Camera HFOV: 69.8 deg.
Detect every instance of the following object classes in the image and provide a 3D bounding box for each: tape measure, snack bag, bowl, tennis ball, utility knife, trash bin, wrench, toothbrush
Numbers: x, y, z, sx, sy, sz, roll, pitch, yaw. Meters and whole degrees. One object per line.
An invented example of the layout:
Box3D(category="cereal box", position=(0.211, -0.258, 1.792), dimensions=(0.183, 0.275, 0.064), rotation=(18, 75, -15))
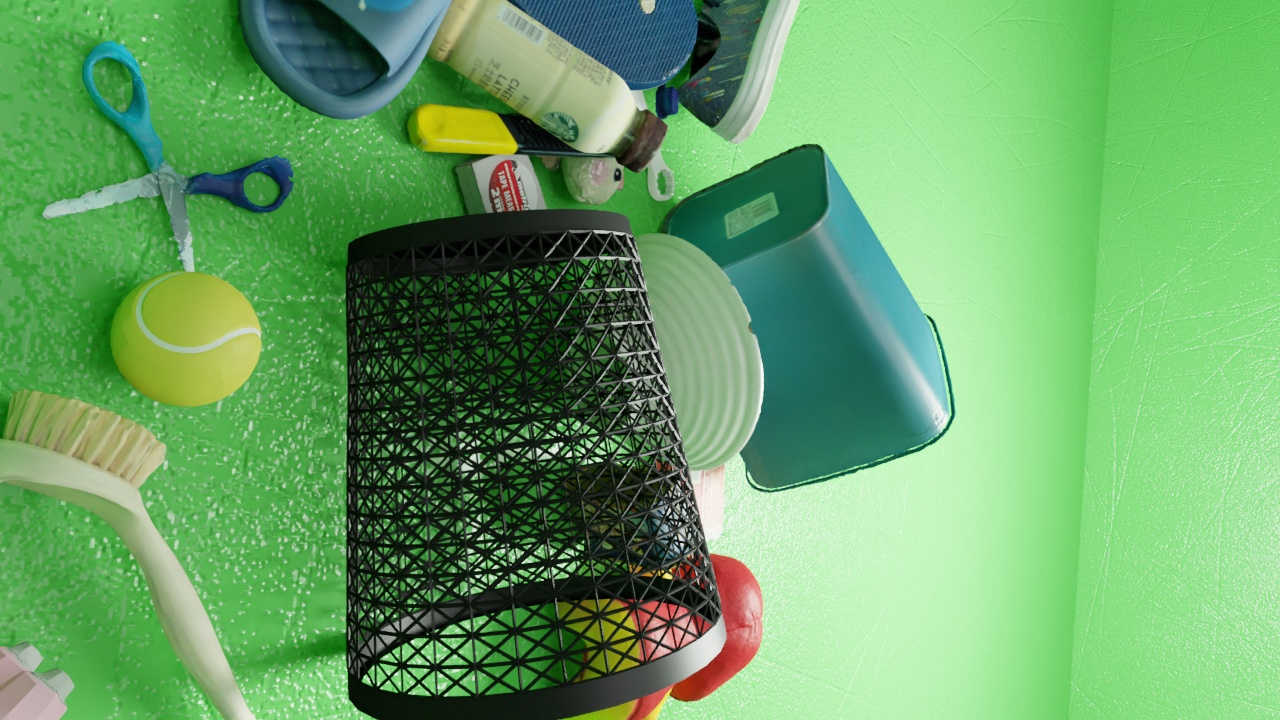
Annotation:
Box3D(category="tape measure", position=(-0.096, -0.113, 0.634), dimensions=(0.062, 0.020, 0.060), rotation=(-37, 120, -46))
Box3D(category="snack bag", position=(0.045, 0.104, 0.819), dimensions=(0.076, 0.036, 0.116), rotation=(2, 90, -54))
Box3D(category="bowl", position=(-0.004, 0.004, 0.646), dimensions=(0.070, 0.178, 0.177), rotation=(-19, 107, -39))
Box3D(category="tennis ball", position=(-0.218, -0.010, 0.442), dimensions=(0.065, 0.065, 0.065), rotation=(-4, 95, -53))
Box3D(category="utility knife", position=(-0.073, -0.152, 0.625), dimensions=(0.173, 0.020, 0.028), rotation=(-5, 85, -35))
Box3D(category="trash bin", position=(0.133, -0.041, 0.790), dimensions=(0.219, 0.197, 0.198), rotation=(55, 26, -29))
Box3D(category="trash bin", position=(-0.072, 0.049, 0.534), dimensions=(0.216, 0.217, 0.243), rotation=(-8, 91, -52))
Box3D(category="wrench", position=(-0.018, -0.257, 0.739), dimensions=(0.047, 0.009, 0.273), rotation=(-45, 126, -42))
Box3D(category="toothbrush", position=(0.022, -0.299, 0.775), dimensions=(0.016, 0.017, 0.190), rotation=(3, 86, -58))

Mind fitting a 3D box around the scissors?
Box3D(category="scissors", position=(-0.232, -0.094, 0.461), dimensions=(0.132, 0.014, 0.127), rotation=(-22, 110, -51))

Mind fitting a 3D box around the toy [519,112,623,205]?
Box3D(category="toy", position=(-0.040, -0.161, 0.688), dimensions=(0.112, 0.050, 0.087), rotation=(3, 89, -58))

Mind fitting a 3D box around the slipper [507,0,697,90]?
Box3D(category="slipper", position=(-0.081, -0.280, 0.619), dimensions=(0.294, 0.060, 0.118), rotation=(31, 72, -35))

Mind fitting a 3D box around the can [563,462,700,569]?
Box3D(category="can", position=(-0.007, 0.116, 0.699), dimensions=(0.053, 0.100, 0.059), rotation=(-39, 121, -41))

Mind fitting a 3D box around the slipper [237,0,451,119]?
Box3D(category="slipper", position=(-0.143, -0.235, 0.506), dimensions=(0.103, 0.059, 0.213), rotation=(31, 76, -21))

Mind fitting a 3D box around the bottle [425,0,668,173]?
Box3D(category="bottle", position=(-0.058, -0.181, 0.598), dimensions=(0.162, 0.057, 0.056), rotation=(30, 65, -20))

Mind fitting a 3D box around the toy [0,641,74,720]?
Box3D(category="toy", position=(-0.309, 0.143, 0.331), dimensions=(0.157, 0.067, 0.123), rotation=(-43, 126, -38))

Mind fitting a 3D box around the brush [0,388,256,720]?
Box3D(category="brush", position=(-0.229, 0.129, 0.452), dimensions=(0.077, 0.062, 0.272), rotation=(-42, 128, -38))

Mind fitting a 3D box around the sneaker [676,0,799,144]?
Box3D(category="sneaker", position=(0.088, -0.309, 0.827), dimensions=(0.079, 0.088, 0.235), rotation=(22, 66, -18))

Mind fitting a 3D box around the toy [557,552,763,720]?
Box3D(category="toy", position=(0.023, 0.225, 0.754), dimensions=(0.215, 0.099, 0.147), rotation=(0, 101, -49))
